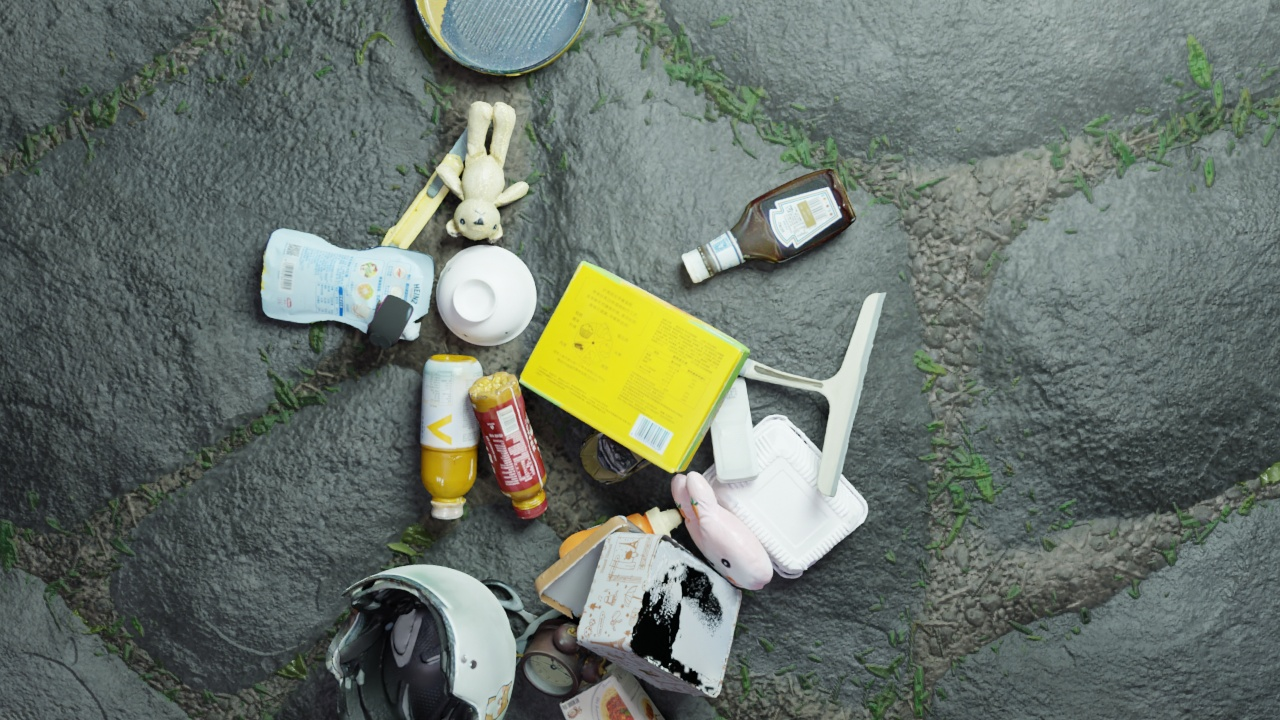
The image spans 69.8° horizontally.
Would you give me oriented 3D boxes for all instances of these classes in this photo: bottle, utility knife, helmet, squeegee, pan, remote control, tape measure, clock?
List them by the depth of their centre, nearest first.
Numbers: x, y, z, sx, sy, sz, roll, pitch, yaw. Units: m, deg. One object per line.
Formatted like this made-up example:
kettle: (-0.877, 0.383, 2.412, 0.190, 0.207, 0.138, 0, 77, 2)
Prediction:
pan: (-0.108, -0.478, 0.979, 0.197, 0.078, 0.357, 31, 98, -3)
tape measure: (-0.283, -0.045, 1.028, 0.039, 0.057, 0.058, 29, 105, -15)
bottle: (0.141, -0.145, 1.036, 0.195, 0.044, 0.080, -26, 96, 6)
remote control: (0.104, 0.078, 1.049, 0.049, 0.024, 0.124, -7, 60, 1)
bottle: (-0.147, 0.101, 1.056, 0.057, 0.057, 0.175, -12, 115, 3)
helmet: (-0.234, 0.353, 1.056, 0.230, 0.156, 0.274, 25, 115, 31)
squeegee: (0.131, 0.010, 1.056, 0.247, 0.039, 0.246, 15, 74, 9)
utility knife: (-0.235, -0.201, 1.057, 0.031, 0.022, 0.216, 36, 93, -9)
bottle: (-0.221, 0.089, 1.068, 0.068, 0.068, 0.189, 4, 98, 1)
clock: (-0.088, 0.347, 1.076, 0.122, 0.055, 0.082, -28, 104, 35)
bottle: (-0.020, 0.215, 1.086, 0.149, 0.067, 0.067, -25, 96, -2)

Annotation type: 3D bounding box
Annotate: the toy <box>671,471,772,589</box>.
toy: (0.090, 0.197, 1.054, 0.054, 0.121, 0.159, -36, 90, -20)

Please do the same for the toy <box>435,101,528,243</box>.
toy: (-0.174, -0.210, 1.025, 0.105, 0.066, 0.157, 7, 106, -16)

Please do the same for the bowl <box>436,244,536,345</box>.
bowl: (-0.182, -0.072, 1.046, 0.118, 0.064, 0.118, 0, 98, 1)

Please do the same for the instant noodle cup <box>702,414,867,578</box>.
instant noodle cup: (0.171, 0.166, 1.072, 0.138, 0.060, 0.173, -43, 96, 7)

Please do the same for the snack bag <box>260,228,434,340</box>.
snack bag: (-0.338, -0.086, 1.063, 0.191, 0.039, 0.110, 10, 96, -2)

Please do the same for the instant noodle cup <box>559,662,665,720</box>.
instant noodle cup: (-0.029, 0.437, 1.095, 0.116, 0.116, 0.124, -32, 84, 6)

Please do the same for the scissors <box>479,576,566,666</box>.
scissors: (-0.128, 0.319, 1.128, 0.179, 0.014, 0.159, -36, 98, 3)

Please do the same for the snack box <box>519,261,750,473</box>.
snack box: (-0.006, 0.006, 1.020, 0.210, 0.070, 0.158, 30, 95, 14)

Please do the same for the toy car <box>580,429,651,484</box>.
toy car: (0.001, 0.091, 1.076, 0.158, 0.042, 0.070, -31, 95, 8)

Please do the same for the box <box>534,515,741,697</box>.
box: (-0.011, 0.271, 1.033, 0.175, 0.151, 0.182, -8, 142, 38)
